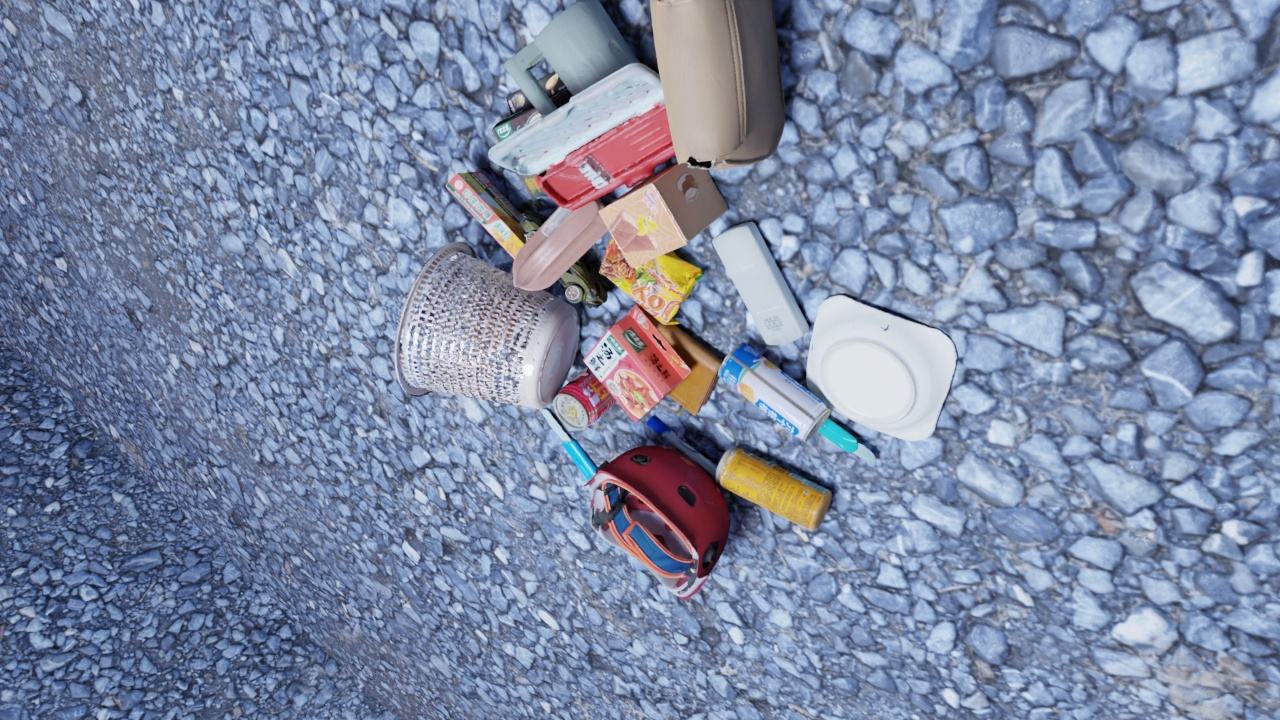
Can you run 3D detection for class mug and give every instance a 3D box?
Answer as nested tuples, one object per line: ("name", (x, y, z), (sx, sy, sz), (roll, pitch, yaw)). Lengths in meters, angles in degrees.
("mug", (-0.068, -0.313, 0.992), (0.124, 0.083, 0.103), (-36, 99, 4))

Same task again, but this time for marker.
("marker", (0.069, 0.128, 1.292), (0.146, 0.016, 0.017), (37, 138, 12))

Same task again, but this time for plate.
("plate", (0.260, 0.018, 1.030), (0.164, 0.034, 0.164), (23, 134, 24))

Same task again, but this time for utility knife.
("utility knife", (0.214, 0.072, 1.124), (0.178, 0.013, 0.029), (37, 131, 17))
("utility knife", (-0.095, 0.158, 1.457), (0.208, 0.018, 0.034), (54, 140, -6))

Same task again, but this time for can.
("can", (-0.071, 0.049, 1.291), (0.066, 0.093, 0.067), (23, 133, 26))
("can", (0.174, 0.166, 1.201), (0.146, 0.058, 0.058), (25, 134, 25))
("can", (0.160, 0.038, 1.104), (0.134, 0.053, 0.053), (39, 139, 19))

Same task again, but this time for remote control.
("remote control", (0.140, -0.087, 1.059), (0.058, 0.021, 0.150), (-15, 110, 46))

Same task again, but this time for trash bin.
("trash bin", (-0.198, -0.030, 1.268), (0.192, 0.226, 0.228), (18, 133, 13))

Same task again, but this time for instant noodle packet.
("instant noodle packet", (0.011, -0.108, 1.137), (0.128, 0.044, 0.111), (40, 143, 8))

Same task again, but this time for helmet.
("helmet", (0.038, 0.196, 1.266), (0.207, 0.143, 0.240), (34, 151, 21))

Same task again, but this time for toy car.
("toy car", (-0.099, -0.134, 1.192), (0.042, 0.070, 0.158), (-37, 97, 20))

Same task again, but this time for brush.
("brush", (-0.101, -0.142, 1.120), (0.146, 0.073, 0.063), (-44, 94, 9))

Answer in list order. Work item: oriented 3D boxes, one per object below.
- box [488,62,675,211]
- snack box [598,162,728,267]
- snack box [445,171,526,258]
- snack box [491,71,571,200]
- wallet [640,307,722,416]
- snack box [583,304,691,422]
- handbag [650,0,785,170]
("box", (-0.043, -0.237, 0.979), (0.201, 0.160, 0.049), (-23, 63, 27))
("snack box", (0.026, -0.169, 1.037), (0.095, 0.092, 0.077), (-18, 108, 47))
("snack box", (-0.182, -0.185, 1.214), (0.156, 0.076, 0.027), (46, 110, 1))
("snack box", (-0.114, -0.271, 1.116), (0.113, 0.053, 0.126), (-10, 120, 44))
("wallet", (0.040, 0.004, 1.212), (0.131, 0.035, 0.119), (37, 135, 16))
("snack box", (-0.007, 0.007, 1.193), (0.113, 0.044, 0.127), (50, 148, 5))
("handbag", (0.069, -0.283, 0.869), (0.100, 0.147, 0.205), (8, 122, 34))
